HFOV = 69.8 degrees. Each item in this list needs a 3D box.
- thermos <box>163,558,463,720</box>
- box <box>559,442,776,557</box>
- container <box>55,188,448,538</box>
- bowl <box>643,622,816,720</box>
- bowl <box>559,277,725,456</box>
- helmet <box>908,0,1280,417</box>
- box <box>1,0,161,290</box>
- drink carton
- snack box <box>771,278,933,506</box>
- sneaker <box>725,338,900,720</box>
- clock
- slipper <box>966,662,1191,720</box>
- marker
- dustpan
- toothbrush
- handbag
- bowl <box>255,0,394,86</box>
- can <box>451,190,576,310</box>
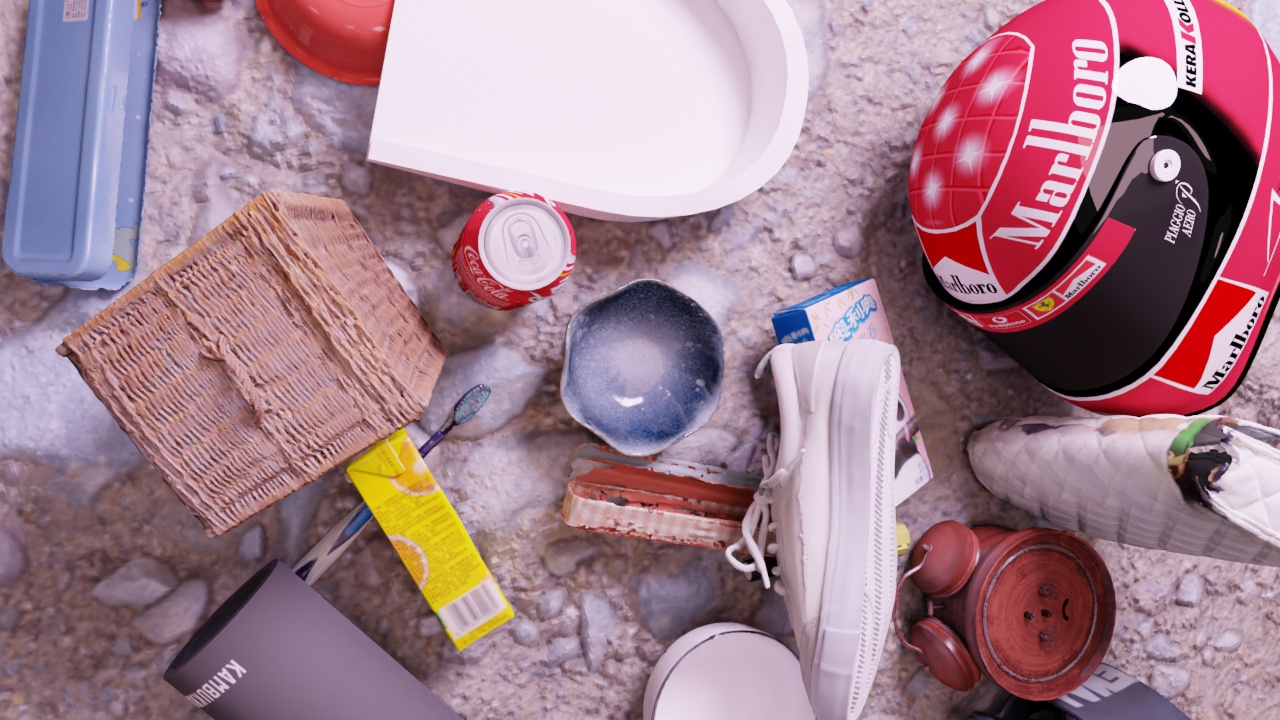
[{"bbox_3d":[-0.152,0.227,0.536,0.082,0.082,0.240,-46,104,-11],"label":"thermos"},{"bbox_3d":[0.040,0.090,0.617,0.188,0.056,0.064,12,92,-18],"label":"box"},{"bbox_3d":[-0.181,-0.008,0.473,0.112,0.198,0.114,-33,102,-2],"label":"container"},{"bbox_3d":[0.053,0.228,0.609,0.113,0.063,0.113,0,90,-15],"label":"bowl"},{"bbox_3d":[-0.004,0.003,0.595,0.110,0.055,0.110,0,91,-16],"label":"bowl"},{"bbox_3d":[0.291,-0.109,0.605,0.224,0.198,0.271,14,95,-16],"label":"helmet"},{"bbox_3d":[-0.313,-0.145,0.526,0.068,0.059,0.210,4,87,14],"label":"box"},{"bbox_3d":[-0.129,0.101,0.547,0.043,0.058,0.134,-30,110,-14],"label":"drink carton"},{"bbox_3d":[0.148,0.027,0.633,0.087,0.033,0.154,-24,98,-42],"label":"snack box"},{"bbox_3d":[0.108,0.105,0.576,0.089,0.091,0.242,-14,107,-60],"label":"sneaker"},{"bbox_3d":[0.255,0.175,0.660,0.157,0.072,0.120,-1,91,-16],"label":"clock"},{"bbox_3d":[0.370,0.275,0.677,0.268,0.111,0.083,16,83,-18],"label":"slipper"},{"bbox_3d":[0.134,0.138,0.653,0.123,0.021,0.018,-9,137,-14],"label":"marker"},{"bbox_3d":[-0.017,-0.187,0.565,0.257,0.053,0.191,10,89,-26],"label":"dustpan"},{"bbox_3d":[-0.160,0.084,0.571,0.016,0.017,0.189,45,80,-13],"label":"toothbrush"},{"bbox_3d":[0.336,0.078,0.621,0.138,0.195,0.072,25,78,-18],"label":"handbag"},{"bbox_3d":[-0.168,-0.237,0.551,0.130,0.045,0.130,0,91,-16],"label":"bowl"},{"bbox_3d":[-0.077,-0.064,0.547,0.064,0.105,0.064,0,90,-16],"label":"can"}]
